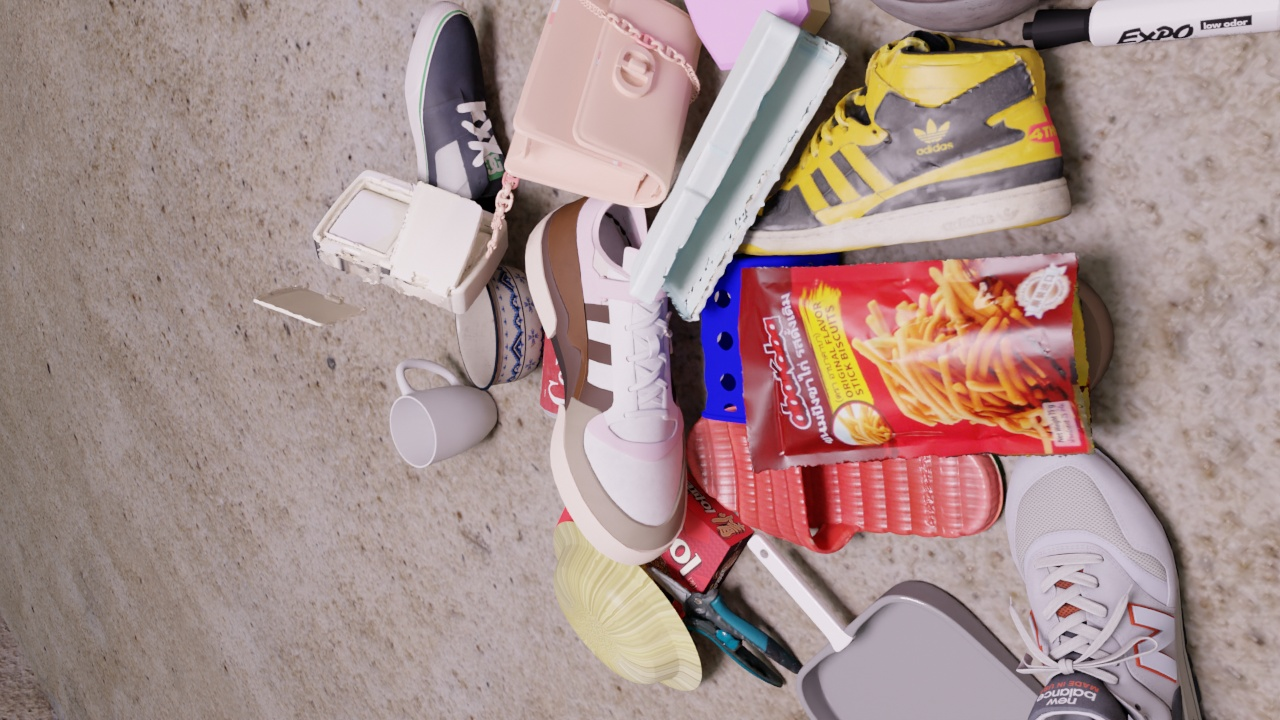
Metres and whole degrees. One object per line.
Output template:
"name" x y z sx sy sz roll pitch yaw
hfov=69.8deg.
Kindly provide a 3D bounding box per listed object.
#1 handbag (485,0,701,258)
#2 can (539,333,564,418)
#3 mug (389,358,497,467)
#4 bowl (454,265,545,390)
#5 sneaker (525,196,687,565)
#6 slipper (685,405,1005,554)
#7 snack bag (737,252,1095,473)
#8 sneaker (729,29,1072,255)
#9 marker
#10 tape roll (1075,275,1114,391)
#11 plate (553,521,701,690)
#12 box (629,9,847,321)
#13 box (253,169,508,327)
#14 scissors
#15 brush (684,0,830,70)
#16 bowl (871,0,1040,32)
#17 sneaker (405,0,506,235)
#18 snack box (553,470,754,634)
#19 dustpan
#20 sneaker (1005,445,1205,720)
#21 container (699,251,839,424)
"handbag" -0.032 -0.177 0.704 0.188 0.116 0.198 122 163 -62
"can" -0.059 0.000 0.808 0.054 0.053 0.097 21 114 35
"mug" -0.198 0.044 0.912 0.071 0.089 0.107 -35 79 40
"bowl" -0.123 -0.033 0.837 0.115 0.059 0.115 25 119 58
"sneaker" -0.004 0.004 0.703 0.117 0.111 0.293 -29 66 56
"slipper" 0.130 0.088 0.668 0.249 0.059 0.103 4 103 38
"snack bag" 0.158 0.002 0.559 0.208 0.066 0.139 -2 106 33
"sneaker" 0.140 -0.135 0.580 0.239 0.085 0.122 0 104 39
"marker" 0.273 -0.185 0.497 0.126 0.025 0.025 9 107 39
"tape roll" 0.238 -0.011 0.568 0.094 0.030 0.094 12 109 38
"plate" -0.028 0.227 0.804 0.184 0.036 0.185 36 146 29
"box" 0.051 -0.127 0.600 0.086 0.072 0.199 49 119 43
"box" -0.205 -0.083 0.739 0.143 0.181 0.081 19 146 7
"scissors" 0.063 0.222 0.752 0.130 0.019 0.135 -3 112 18
"brush" 0.056 -0.314 0.633 0.089 0.043 0.228 -23 86 41
"bowl" 0.185 -0.238 0.509 0.145 0.067 0.144 -11 64 23
"sneaker" -0.155 -0.195 0.824 0.079 0.084 0.236 18 118 26
"snack box" 0.006 0.150 0.804 0.152 0.035 0.133 41 124 25
"dustpan" 0.177 0.225 0.681 0.257 0.033 0.164 48 127 20
"sneaker" 0.264 0.171 0.532 0.089 0.124 0.239 -20 88 41
"container" 0.093 -0.019 0.654 0.085 0.084 0.113 3 102 40
